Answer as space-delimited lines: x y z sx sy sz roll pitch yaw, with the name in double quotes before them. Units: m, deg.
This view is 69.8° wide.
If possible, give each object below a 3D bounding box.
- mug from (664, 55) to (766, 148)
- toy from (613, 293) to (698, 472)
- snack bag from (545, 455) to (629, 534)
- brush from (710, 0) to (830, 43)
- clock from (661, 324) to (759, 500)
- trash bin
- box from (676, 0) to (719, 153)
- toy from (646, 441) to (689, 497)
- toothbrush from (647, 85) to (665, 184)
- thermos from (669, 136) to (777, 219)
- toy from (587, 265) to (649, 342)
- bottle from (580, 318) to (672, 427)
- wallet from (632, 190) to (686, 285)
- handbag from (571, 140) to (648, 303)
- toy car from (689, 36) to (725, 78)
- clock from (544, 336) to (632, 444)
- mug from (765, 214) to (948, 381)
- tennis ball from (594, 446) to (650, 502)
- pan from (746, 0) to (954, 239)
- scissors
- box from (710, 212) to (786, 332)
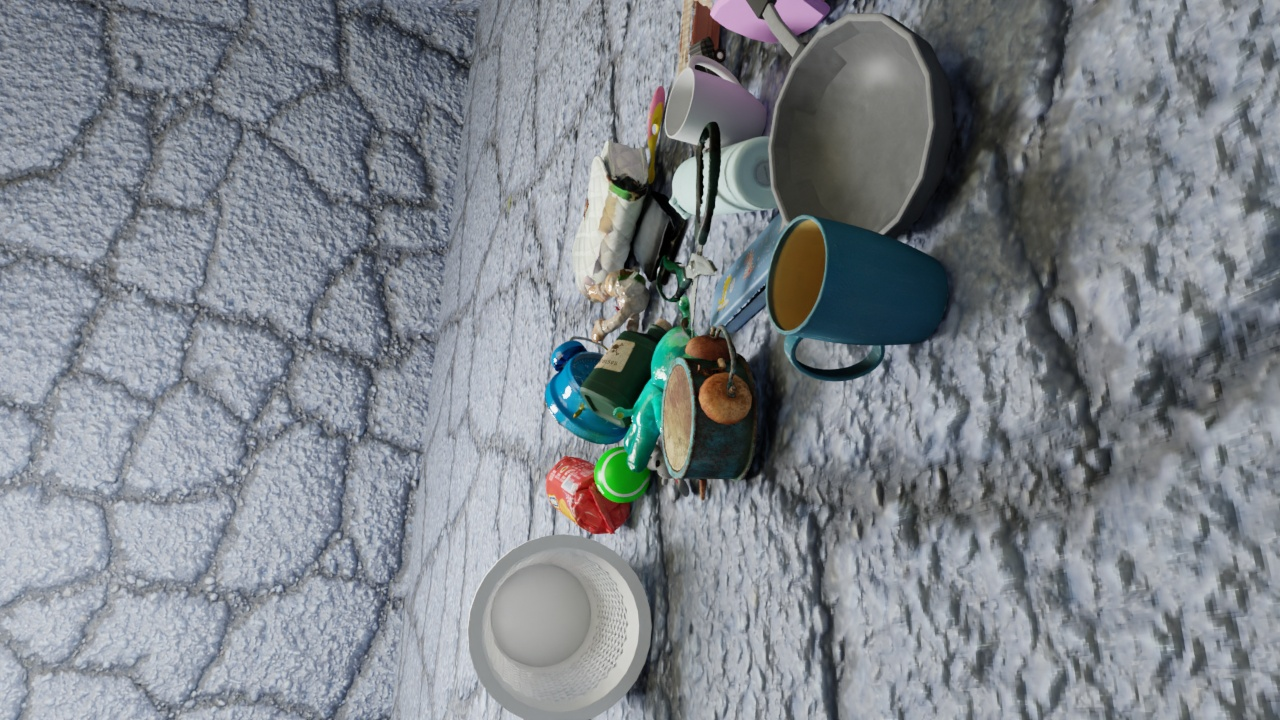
"mug" 0.080 -0.270 0.953 0.071 0.089 0.107 133 142 -56
"toy" 0.021 0.029 0.981 0.130 0.072 0.194 -102 34 -66
"snack bag" -0.068 0.167 1.166 0.176 0.082 0.082 -171 92 -70
"brush" 0.142 -0.344 0.827 0.229 0.089 0.043 -168 93 -70
"clock" 0.071 0.040 0.848 0.121 0.073 0.158 -103 19 -48
"trash bin" -0.105 0.302 1.065 0.200 0.195 0.195 138 139 -73
"box" 0.071 -0.340 1.080 0.048 0.085 0.187 -5 70 35
"toy" 0.030 0.113 0.988 0.112 0.030 0.049 -164 70 -69
"toothbrush" 0.018 -0.304 1.241 0.016 0.021 0.135 3 85 56
"thermos" 0.087 -0.179 0.911 0.078 0.065 0.207 -49 15 -4
"toy" -0.024 -0.077 1.158 0.106 0.074 0.085 122 160 -56
"bottle" -0.006 0.006 1.057 0.131 0.061 0.061 -54 -31 -20
"wallet" 0.019 -0.155 1.155 0.115 0.026 0.089 -116 39 -59
"handbag" -0.044 -0.190 1.243 0.138 0.072 0.195 -94 17 -47
"toy car" 0.078 -0.308 1.017 0.040 0.037 0.092 16 128 68
"clock" -0.058 0.031 1.144 0.060 0.116 0.161 -56 33 33
"mug" 0.148 -0.037 0.640 0.084 0.104 0.112 -116 39 -59
"tennis ball" -0.021 0.132 1.065 0.065 0.065 0.065 -170 91 -70
"pan" 0.139 -0.237 0.742 0.179 0.041 0.356 -59 43 44
"scissors" 0.047 -0.126 0.893 0.202 0.015 0.202 -148 62 -73
"box" 0.115 -0.093 0.855 0.210 0.037 0.065 135 143 -57
